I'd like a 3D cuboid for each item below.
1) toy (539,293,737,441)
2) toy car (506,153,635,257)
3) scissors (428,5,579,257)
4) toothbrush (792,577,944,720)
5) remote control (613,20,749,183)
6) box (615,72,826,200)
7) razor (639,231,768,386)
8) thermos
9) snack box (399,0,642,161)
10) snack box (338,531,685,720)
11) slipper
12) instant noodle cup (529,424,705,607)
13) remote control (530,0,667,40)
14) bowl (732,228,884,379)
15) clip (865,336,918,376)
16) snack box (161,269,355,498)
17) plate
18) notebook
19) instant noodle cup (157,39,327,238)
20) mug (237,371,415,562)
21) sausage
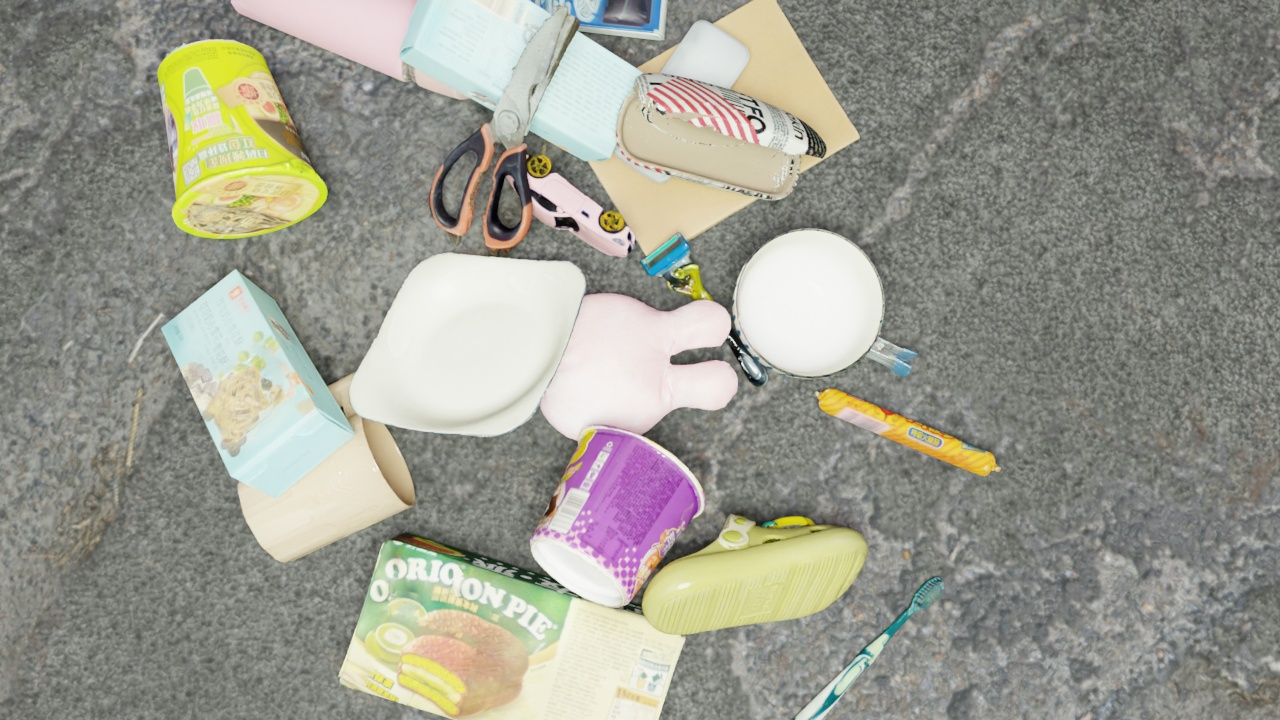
[{"bbox_3d":[-0.004,0.004,0.727,0.159,0.054,0.121,-5,86,5],"label":"toy"},{"bbox_3d":[-0.058,-0.121,0.733,0.122,0.056,0.037,36,82,0],"label":"toy car"},{"bbox_3d":[-0.088,-0.158,0.679,0.209,0.015,0.185,-9,119,29],"label":"scissors"},{"bbox_3d":[0.179,0.246,0.741,0.191,0.018,0.016,-45,90,-4],"label":"toothbrush"},{"bbox_3d":[0.033,-0.211,0.750,0.056,0.020,0.136,33,86,-1],"label":"remote control"},{"bbox_3d":[0.059,-0.170,0.720,0.163,0.087,0.076,7,42,-22],"label":"box"},{"bbox_3d":[0.060,-0.038,0.750,0.043,0.022,0.142,-37,92,23],"label":"razor"},{"bbox_3d":[-0.215,-0.278,0.735,0.198,0.067,0.087,21,56,-1],"label":"thermos"},{"bbox_3d":[-0.088,-0.224,0.698,0.174,0.052,0.074,24,86,-28],"label":"snack box"},{"bbox_3d":[-0.096,0.223,0.709,0.240,0.063,0.114,17,86,-1],"label":"snack box"},{"bbox_3d":[0.084,0.151,0.701,0.190,0.092,0.081,-6,46,-24],"label":"slipper"},{"bbox_3d":[-0.022,0.120,0.679,0.111,0.112,0.099,33,61,0],"label":"instant noodle cup"},{"bbox_3d":[-0.040,-0.296,0.759,0.125,0.024,0.049,6,87,-1],"label":"remote control"},{"bbox_3d":[0.128,-0.041,0.731,0.116,0.066,0.116,0,86,-3],"label":"bowl"},{"bbox_3d":[0.197,-0.009,0.754,0.058,0.026,0.038,25,75,7],"label":"clip"},{"bbox_3d":[-0.286,0.014,0.680,0.074,0.051,0.175,-40,58,-4],"label":"snack box"},{"bbox_3d":[-0.128,-0.010,0.704,0.164,0.034,0.163,7,58,21],"label":"plate"},{"bbox_3d":[0.058,-0.195,0.766,0.207,0.008,0.148,-31,88,-4],"label":"notebook"},{"bbox_3d":[-0.314,-0.173,0.705,0.111,0.112,0.123,-19,81,-3],"label":"instant noodle cup"},{"bbox_3d":[-0.246,0.080,0.709,0.103,0.084,0.124,-26,64,-2],"label":"mug"},{"bbox_3d":[0.218,0.059,0.751,0.165,0.021,0.021,22,86,-1],"label":"sausage"}]
